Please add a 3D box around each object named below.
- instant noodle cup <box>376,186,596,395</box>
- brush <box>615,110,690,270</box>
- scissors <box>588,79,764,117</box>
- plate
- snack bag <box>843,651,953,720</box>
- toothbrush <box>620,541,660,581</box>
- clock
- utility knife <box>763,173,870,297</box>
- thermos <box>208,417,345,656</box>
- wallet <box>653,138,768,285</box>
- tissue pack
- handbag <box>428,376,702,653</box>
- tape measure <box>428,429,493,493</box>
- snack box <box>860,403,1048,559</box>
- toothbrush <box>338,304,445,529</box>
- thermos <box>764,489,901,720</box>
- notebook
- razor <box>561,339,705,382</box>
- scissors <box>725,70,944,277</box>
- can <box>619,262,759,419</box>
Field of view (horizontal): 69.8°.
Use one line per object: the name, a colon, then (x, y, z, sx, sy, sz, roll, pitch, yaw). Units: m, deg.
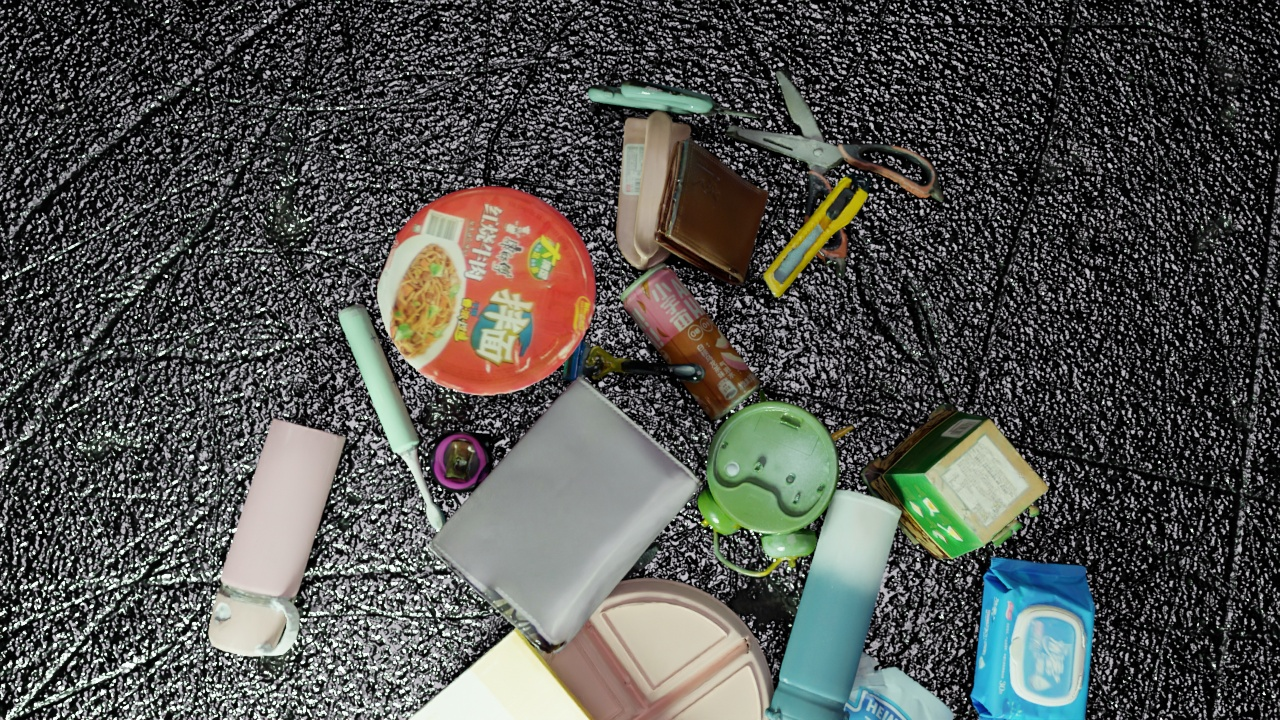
instant noodle cup: (-0.138, -0.060, 0.849, 0.194, 0.066, 0.193, 1, 82, -4)
brush: (0.009, -0.158, 0.868, 0.063, 0.073, 0.145, 7, 82, -3)
scissors: (0.023, -0.246, 0.869, 0.172, 0.179, 0.019, -5, 106, -45)
plate: (0.007, 0.309, 0.808, 0.229, 0.028, 0.229, 0, 85, -2)
snack bag: (0.185, 0.358, 0.813, 0.110, 0.039, 0.190, 36, 80, 14)
toothbrush: (-0.051, 0.233, 0.831, 0.189, 0.018, 0.014, -43, 88, -7)
clock: (0.116, 0.113, 0.822, 0.116, 0.056, 0.161, 22, 86, 25)
utility knife: (0.171, -0.123, 0.882, 0.033, 0.015, 0.154, 39, 81, 7)
thermos: (-0.312, 0.155, 0.800, 0.087, 0.067, 0.198, 8, 77, 30)
wallet: (0.068, -0.137, 0.858, 0.124, 0.032, 0.101, 24, 74, -41)
tissue pack: (0.356, 0.258, 0.828, 0.095, 0.052, 0.157, 10, 81, -1)
handbag: (-0.060, 0.135, 0.800, 0.145, 0.098, 0.197, 39, 82, 21)
tape measure: (-0.164, 0.092, 0.836, 0.057, 0.039, 0.057, 8, 81, -2)
snack box: (0.288, 0.107, 0.822, 0.118, 0.106, 0.117, -39, 84, -9)
toothbrush: (-0.227, 0.051, 0.846, 0.026, 0.027, 0.224, -25, 82, 7)
thermos: (0.172, 0.227, 0.810, 0.070, 0.070, 0.220, 19, 76, 0)
notebook: (-0.088, 0.348, 0.785, 0.146, 0.010, 0.206, -43, 85, 17)
razor: (-0.005, 0.005, 0.846, 0.143, 0.022, 0.042, 6, 89, 26)
scissors: (0.194, -0.194, 0.911, 0.189, 0.015, 0.222, -17, 83, -5)
can: (0.046, -0.017, 0.854, 0.058, 0.058, 0.147, -37, 84, -8)
